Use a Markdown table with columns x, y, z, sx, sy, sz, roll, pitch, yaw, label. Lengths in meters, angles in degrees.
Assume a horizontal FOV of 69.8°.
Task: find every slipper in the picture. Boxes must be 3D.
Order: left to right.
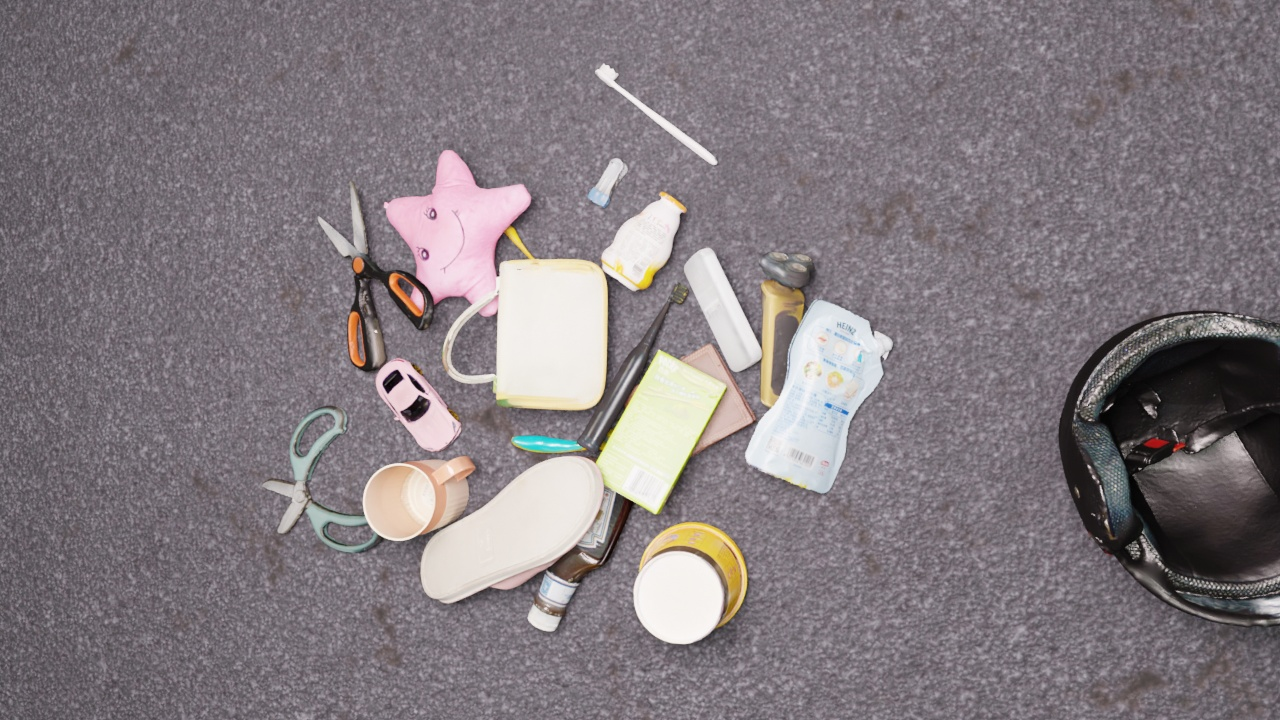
| x | y | z | sx | sy | sz | roll | pitch | yaw | label |
| --- | --- | --- | --- | --- | --- | --- | --- | --- | --- |
| -0.138 | 0.191 | 1.009 | 0.275 | 0.054 | 0.114 | -33 | 55 | 26 | slipper |

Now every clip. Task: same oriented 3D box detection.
| x | y | z | sx | sy | sz | roll | pitch | yaw | label |
| --- | --- | --- | --- | --- | --- | --- | --- | --- | --- |
| -0.036 | -0.203 | 1.046 | 0.026 | 0.036 | 0.058 | 33 | 98 | 13 | clip |

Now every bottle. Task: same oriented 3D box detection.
| x | y | z | sx | sy | sz | roll | pitch | yaw | label |
| --- | --- | --- | --- | --- | --- | --- | --- | --- | --- |
| -0.072 | 0.207 | 1.023 | 0.080 | 0.044 | 0.195 | 25 | 94 | 15 | bottle |
| 0.006 | -0.132 | 1.010 | 0.063 | 0.063 | 0.108 | 36 | 95 | 11 | bottle |

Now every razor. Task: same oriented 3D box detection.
| x | y | z | sx | sy | sz | roll | pitch | yaw | label |
| --- | --- | --- | --- | --- | --- | --- | --- | --- | --- |
| -0.081 | 0.092 | 1.037 | 0.133 | 0.028 | 0.043 | -3 | 56 | 10 | razor |
| 0.151 | -0.032 | 0.980 | 0.062 | 0.067 | 0.167 | 3 | 95 | -15 | razor |

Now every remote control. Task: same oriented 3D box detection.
| x | y | z | sx | sy | sz | roll | pitch | yaw | label |
| --- | --- | --- | --- | --- | --- | --- | --- | --- | --- |
| 0.089 | -0.055 | 0.996 | 0.020 | 0.056 | 0.136 | -22 | 82 | -23 | remote control |

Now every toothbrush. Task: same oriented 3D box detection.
| x | y | z | sx | sy | sz | roll | pitch | yaw | label |
| --- | --- | --- | --- | --- | --- | --- | --- | --- | --- |
| -0.153 | -0.156 | 1.068 | 0.018 | 0.016 | 0.191 | -41 | 81 | -4 | toothbrush |
| -0.006 | 0.006 | 1.012 | 0.027 | 0.026 | 0.212 | 29 | 82 | 14 | toothbrush |
| 0.020 | -0.278 | 1.038 | 0.180 | 0.016 | 0.016 | 41 | 90 | 11 | toothbrush |

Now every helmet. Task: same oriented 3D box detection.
| x | y | z | sx | sy | sz | roll | pitch | yaw | label |
| --- | --- | --- | --- | --- | --- | --- | --- | --- | --- |
| 0.504 | 0.086 | 0.818 | 0.234 | 0.229 | 0.274 | -22 | 93 | 19 | helmet |

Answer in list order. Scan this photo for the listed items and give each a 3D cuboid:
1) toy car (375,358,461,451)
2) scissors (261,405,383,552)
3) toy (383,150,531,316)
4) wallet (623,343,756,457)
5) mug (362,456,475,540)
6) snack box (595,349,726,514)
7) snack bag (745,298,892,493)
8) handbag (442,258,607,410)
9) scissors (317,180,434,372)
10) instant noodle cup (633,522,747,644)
| x | y | z | sx | sy | sz | roll | pitch | yaw | label |
| --- | --- | --- | --- | --- | --- | --- | --- | --- | --- |
| -0.262 | 0.052 | 1.072 | 0.056 | 0.037 | 0.122 | -42 | 82 | 9 | toy car |
| -0.367 | 0.150 | 1.099 | 0.170 | 0.019 | 0.171 | 28 | 92 | 10 | scissors |
| -0.223 | -0.137 | 1.050 | 0.178 | 0.074 | 0.195 | 24 | 104 | 17 | toy |
| 0.051 | 0.052 | 1.012 | 0.125 | 0.032 | 0.101 | -30 | 79 | 8 | wallet |
| -0.236 | 0.144 | 1.027 | 0.114 | 0.106 | 0.081 | -36 | 81 | 8 | mug |
| 0.020 | 0.076 | 0.981 | 0.086 | 0.026 | 0.156 | 28 | 86 | 12 | snack box |
| 0.191 | 0.039 | 0.969 | 0.110 | 0.039 | 0.191 | 22 | 93 | -8 | snack bag |
| -0.127 | -0.030 | 1.015 | 0.178 | 0.063 | 0.163 | 2 | 91 | -5 | handbag |
| -0.313 | -0.094 | 1.077 | 0.228 | 0.021 | 0.221 | 14 | 102 | 33 | scissors |
| 0.049 | 0.236 | 0.961 | 0.118 | 0.114 | 0.118 | 0 | 88 | 11 | instant noodle cup |
